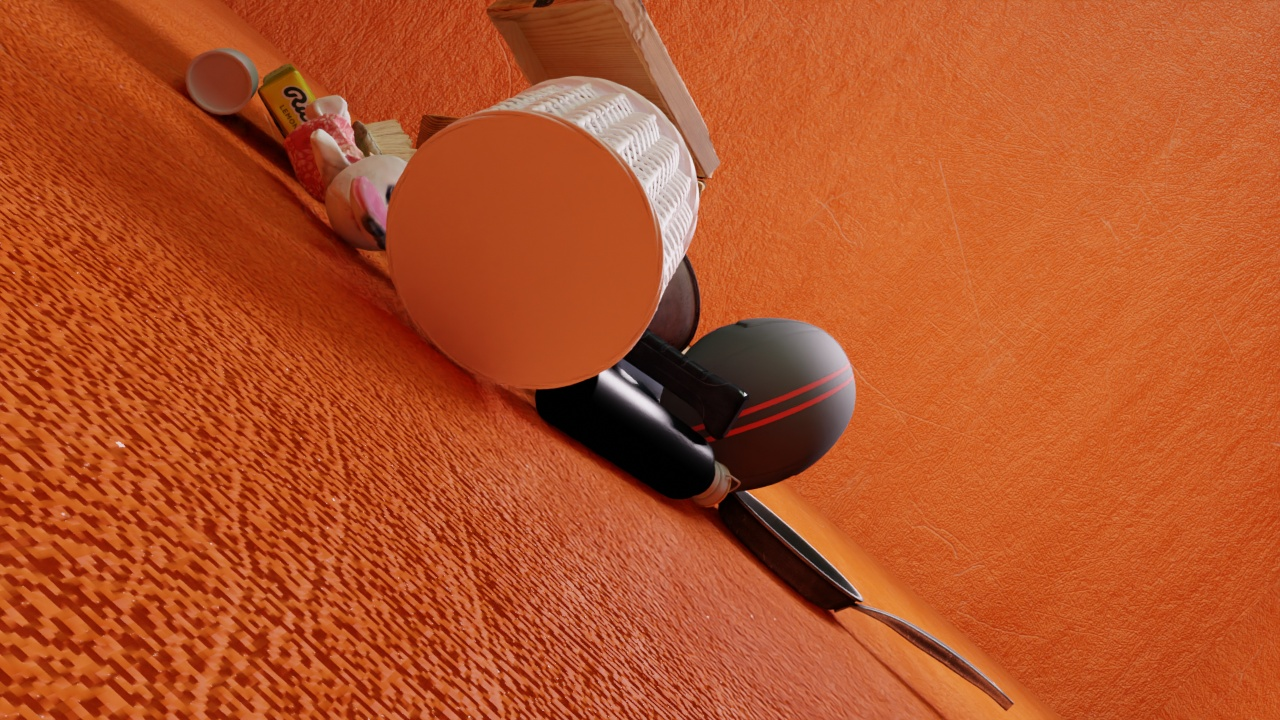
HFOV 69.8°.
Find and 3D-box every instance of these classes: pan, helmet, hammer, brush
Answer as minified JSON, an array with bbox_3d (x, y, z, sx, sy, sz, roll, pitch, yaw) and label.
[{"bbox_3d":[0.217,0.241,0.936,0.357,0.055,0.187,41,2,12],"label":"pan"},{"bbox_3d":[0.122,0.039,0.921,0.170,0.264,0.164,-15,-85,55],"label":"helmet"},{"bbox_3d":[-0.048,-0.044,0.827,0.333,0.118,0.025,34,12,18],"label":"hammer"},{"bbox_3d":[-0.260,-0.189,0.943,0.056,0.083,0.271,-3,25,-24],"label":"brush"},{"bbox_3d":[-0.007,0.006,1.077,0.198,0.021,0.356,47,7,23],"label":"pan"}]

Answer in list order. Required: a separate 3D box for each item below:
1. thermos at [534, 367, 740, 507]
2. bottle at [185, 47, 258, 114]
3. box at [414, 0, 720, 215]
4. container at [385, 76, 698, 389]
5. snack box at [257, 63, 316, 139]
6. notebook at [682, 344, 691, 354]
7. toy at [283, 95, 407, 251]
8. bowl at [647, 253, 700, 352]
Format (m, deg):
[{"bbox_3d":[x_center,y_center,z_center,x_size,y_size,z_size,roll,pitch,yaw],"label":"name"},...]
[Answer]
[{"bbox_3d":[0.010,0.070,0.762,0.231,0.061,0.061,38,3,-43],"label":"thermos"},{"bbox_3d":[-0.383,-0.263,0.852,0.052,0.052,0.195,39,2,-27],"label":"bottle"},{"bbox_3d":[-0.067,-0.270,1.049,0.269,0.263,0.279,12,5,-37],"label":"box"},{"bbox_3d":[-0.061,-0.099,0.664,0.189,0.190,0.186,40,23,-7],"label":"container"},{"bbox_3d":[-0.317,-0.220,0.880,0.121,0.045,0.181,62,-10,-29],"label":"snack box"},{"bbox_3d":[-0.006,-0.005,1.268,0.167,0.024,0.226,40,-26,-4],"label":"notebook"},{"bbox_3d":[-0.214,-0.134,0.722,0.194,0.084,0.159,49,4,29],"label":"toy"},{"bbox_3d":[-0.019,-0.060,0.879,0.145,0.145,0.067,41,43,24],"label":"bowl"}]
